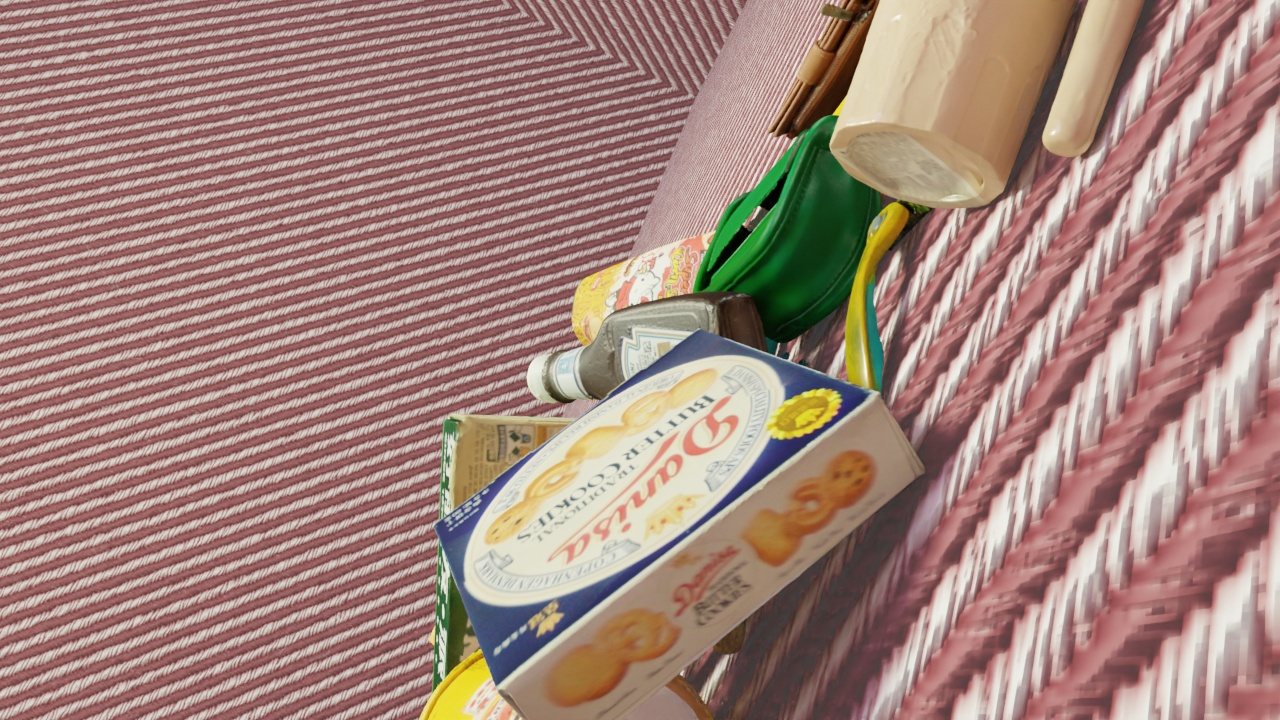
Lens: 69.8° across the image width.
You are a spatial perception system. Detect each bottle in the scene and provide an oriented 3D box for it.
[{"bbox_3d":[-0.004,0.004,0.606,0.195,0.043,0.080,-9,96,46],"label":"bottle"}]

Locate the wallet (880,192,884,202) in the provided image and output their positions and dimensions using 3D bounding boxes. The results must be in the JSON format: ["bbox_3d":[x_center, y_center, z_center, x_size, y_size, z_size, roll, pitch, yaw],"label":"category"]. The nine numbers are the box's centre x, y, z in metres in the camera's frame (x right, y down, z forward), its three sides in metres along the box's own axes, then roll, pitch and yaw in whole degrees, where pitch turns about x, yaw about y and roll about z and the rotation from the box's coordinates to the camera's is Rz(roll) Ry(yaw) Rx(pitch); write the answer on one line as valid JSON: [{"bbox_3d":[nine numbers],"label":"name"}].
[{"bbox_3d":[0.132,-0.091,0.625,0.116,0.020,0.101,129,162,-58],"label":"wallet"}]

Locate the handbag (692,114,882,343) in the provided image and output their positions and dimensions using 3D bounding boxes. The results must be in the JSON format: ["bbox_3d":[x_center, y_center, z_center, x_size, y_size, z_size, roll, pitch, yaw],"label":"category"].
[{"bbox_3d":[0.095,-0.082,0.580,0.132,0.068,0.120,-43,23,62],"label":"handbag"}]

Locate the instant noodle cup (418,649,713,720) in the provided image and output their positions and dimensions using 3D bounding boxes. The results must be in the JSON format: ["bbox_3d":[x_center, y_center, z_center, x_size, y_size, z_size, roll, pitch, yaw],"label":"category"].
[{"bbox_3d":[-0.031,0.196,0.429,0.110,0.138,0.137,-38,27,59],"label":"instant noodle cup"}]

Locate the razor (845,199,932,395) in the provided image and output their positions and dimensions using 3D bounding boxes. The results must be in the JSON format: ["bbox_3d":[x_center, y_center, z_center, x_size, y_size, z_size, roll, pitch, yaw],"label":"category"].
[{"bbox_3d":[0.120,-0.029,0.464,0.043,0.028,0.132,-50,19,56],"label":"razor"}]

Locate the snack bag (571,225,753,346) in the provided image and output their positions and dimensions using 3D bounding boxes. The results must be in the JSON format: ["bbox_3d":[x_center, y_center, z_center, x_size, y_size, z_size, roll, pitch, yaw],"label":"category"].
[{"bbox_3d":[0.020,-0.053,0.849,0.208,0.073,0.128,-6,66,55],"label":"snack bag"}]

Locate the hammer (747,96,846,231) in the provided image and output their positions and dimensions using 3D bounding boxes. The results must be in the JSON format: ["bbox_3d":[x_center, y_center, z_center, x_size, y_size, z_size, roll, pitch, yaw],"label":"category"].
[{"bbox_3d":[0.153,-0.174,0.689,0.302,0.033,0.128,125,168,-59],"label":"hammer"}]

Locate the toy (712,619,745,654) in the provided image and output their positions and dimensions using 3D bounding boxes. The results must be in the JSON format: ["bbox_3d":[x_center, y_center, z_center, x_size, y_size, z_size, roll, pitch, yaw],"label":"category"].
[{"bbox_3d":[0.026,0.119,0.502,0.105,0.066,0.158,-83,14,-60],"label":"toy"}]

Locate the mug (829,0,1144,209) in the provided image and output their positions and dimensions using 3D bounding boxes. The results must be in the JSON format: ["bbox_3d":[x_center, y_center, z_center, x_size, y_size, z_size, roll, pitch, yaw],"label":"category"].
[{"bbox_3d":[0.151,-0.130,0.396,0.125,0.084,0.103,11,77,56],"label":"mug"}]

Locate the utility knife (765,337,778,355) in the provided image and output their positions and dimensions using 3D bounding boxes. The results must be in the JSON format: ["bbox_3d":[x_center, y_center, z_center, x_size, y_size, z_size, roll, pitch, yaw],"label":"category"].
[{"bbox_3d":[0.108,-0.059,0.683,0.029,0.013,0.150,62,-141,-45],"label":"utility knife"}]

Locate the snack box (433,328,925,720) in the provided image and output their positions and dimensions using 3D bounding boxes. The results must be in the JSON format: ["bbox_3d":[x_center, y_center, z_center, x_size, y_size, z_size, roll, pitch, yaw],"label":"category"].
[{"bbox_3d":[0.003,0.064,0.420,0.177,0.046,0.182,-36,19,-11],"label":"snack box"}]

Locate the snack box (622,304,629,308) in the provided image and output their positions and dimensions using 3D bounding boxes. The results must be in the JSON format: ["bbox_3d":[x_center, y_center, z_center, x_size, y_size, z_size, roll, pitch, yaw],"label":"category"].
[{"bbox_3d":[0.026,0.031,0.701,0.118,0.117,0.105,125,155,-66],"label":"snack box"}]

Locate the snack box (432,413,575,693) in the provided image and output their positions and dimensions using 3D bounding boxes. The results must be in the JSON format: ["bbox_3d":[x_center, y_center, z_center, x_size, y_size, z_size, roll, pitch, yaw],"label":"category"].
[{"bbox_3d":[-0.079,0.157,0.626,0.063,0.114,0.240,178,94,-70],"label":"snack box"}]

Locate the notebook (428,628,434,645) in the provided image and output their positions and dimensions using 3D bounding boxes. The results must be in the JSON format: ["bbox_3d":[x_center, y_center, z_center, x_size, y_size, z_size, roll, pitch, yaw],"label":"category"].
[{"bbox_3d":[-0.085,0.210,0.736,0.206,0.010,0.146,24,90,42],"label":"notebook"}]

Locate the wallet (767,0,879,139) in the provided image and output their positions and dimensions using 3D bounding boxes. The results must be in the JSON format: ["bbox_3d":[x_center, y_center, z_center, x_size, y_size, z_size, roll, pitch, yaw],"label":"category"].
[{"bbox_3d":[0.159,-0.237,0.725,0.118,0.035,0.131,-27,-25,-47],"label":"wallet"}]

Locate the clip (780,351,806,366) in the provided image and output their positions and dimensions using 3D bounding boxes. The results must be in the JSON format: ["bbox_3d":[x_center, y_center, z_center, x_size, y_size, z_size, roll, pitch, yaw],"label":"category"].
[{"bbox_3d":[0.088,0.020,0.569,0.056,0.047,0.014,-66,5,-26],"label":"clip"}]
